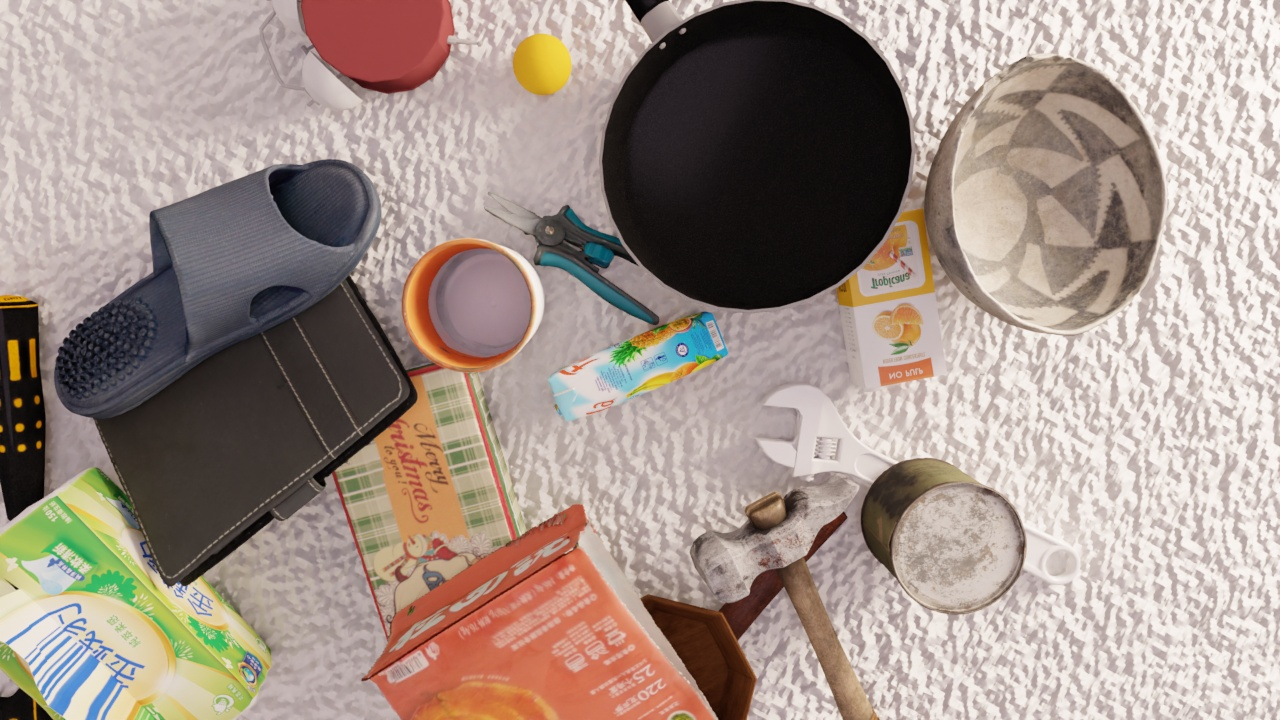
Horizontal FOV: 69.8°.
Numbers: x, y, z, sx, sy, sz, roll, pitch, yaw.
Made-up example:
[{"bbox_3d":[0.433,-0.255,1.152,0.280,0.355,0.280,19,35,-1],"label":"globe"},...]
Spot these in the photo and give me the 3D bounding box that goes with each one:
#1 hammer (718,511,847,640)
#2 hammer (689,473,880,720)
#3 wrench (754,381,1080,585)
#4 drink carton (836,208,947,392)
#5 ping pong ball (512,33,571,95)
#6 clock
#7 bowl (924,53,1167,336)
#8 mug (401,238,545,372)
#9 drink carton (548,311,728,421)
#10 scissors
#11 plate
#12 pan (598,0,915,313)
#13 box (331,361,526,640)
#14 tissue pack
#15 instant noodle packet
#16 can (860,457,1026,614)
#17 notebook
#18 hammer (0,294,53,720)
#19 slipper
[{"bbox_3d":[0.045,0.219,0.680,0.111,0.028,0.301,39,94,-6],"label":"hammer"},{"bbox_3d":[0.148,0.233,0.661,0.121,0.049,0.319,-27,105,-7],"label":"hammer"},{"bbox_3d":[0.206,0.097,0.677,0.273,0.018,0.066,27,94,-5],"label":"wrench"},{"bbox_3d":[0.174,-0.040,0.648,0.058,0.040,0.122,-10,96,-1],"label":"drink carton"},{"bbox_3d":[-0.067,-0.201,0.625,0.040,0.040,0.040,0,96,-2],"label":"ping pong ball"},{"bbox_3d":[-0.185,-0.226,0.615,0.137,0.048,0.096,-20,96,1],"label":"clock"},{"bbox_3d":[0.259,-0.104,0.620,0.178,0.081,0.178,0,90,-18],"label":"bowl"},{"bbox_3d":[-0.106,-0.038,0.609,0.082,0.105,0.082,0,95,-2],"label":"mug"},{"bbox_3d":[-0.004,0.004,0.648,0.129,0.044,0.038,-22,96,-1],"label":"drink carton"},{"bbox_3d":[-0.036,-0.078,0.648,0.144,0.019,0.126,-13,80,-13],"label":"scissors"},{"bbox_3d":[0.016,0.224,0.643,0.131,0.025,0.131,1,97,6],"label":"plate"},{"bbox_3d":[0.035,-0.196,0.620,0.204,0.044,0.355,-33,83,11],"label":"pan"},{"bbox_3d":[-0.147,0.106,0.652,0.117,0.050,0.205,-15,95,-1],"label":"box"},{"bbox_3d":[-0.350,0.185,0.592,0.120,0.141,0.197,-43,105,-3],"label":"tissue pack"},{"bbox_3d":[-0.048,0.233,0.607,0.164,0.084,0.221,-33,100,5],"label":"instant noodle packet"},{"bbox_3d":[0.206,0.118,0.633,0.090,0.074,0.090,0,97,-2],"label":"can"},{"bbox_3d":[-0.264,0.030,0.620,0.209,0.029,0.169,-38,68,6],"label":"notebook"},{"bbox_3d":[-0.435,0.114,0.654,0.123,0.036,0.321,1,98,-4],"label":"hammer"},{"bbox_3d":[-0.297,-0.058,0.600,0.264,0.082,0.101,-32,64,6],"label":"slipper"}]
